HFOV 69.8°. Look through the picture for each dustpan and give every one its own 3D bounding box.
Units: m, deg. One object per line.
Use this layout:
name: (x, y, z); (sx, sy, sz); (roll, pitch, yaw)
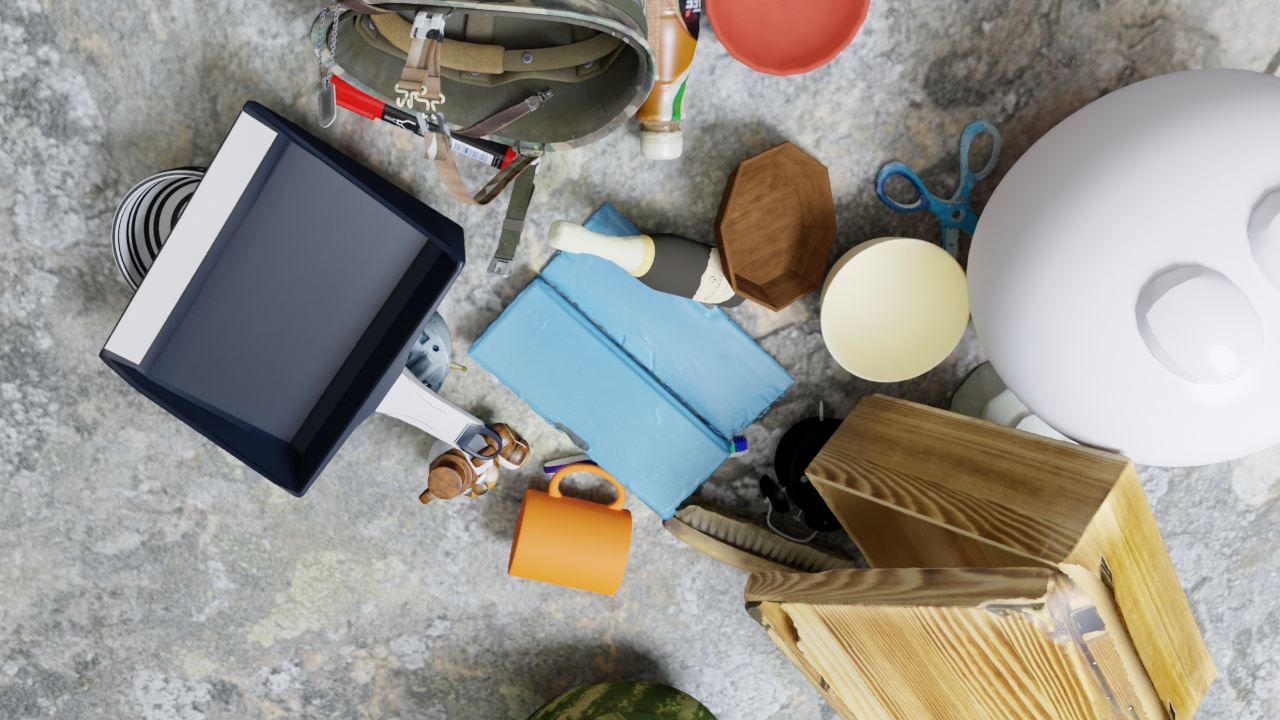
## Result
dustpan: (-0.222, -0.009, 0.679); (0.273, 0.080, 0.237); (31, 107, -26)

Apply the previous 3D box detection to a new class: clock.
clock: (0.156, 0.103, 0.811); (0.091, 0.042, 0.121); (27, 92, -20)
clock: (-0.209, -0.018, 0.752); (0.090, 0.052, 0.129); (-37, 110, 12)

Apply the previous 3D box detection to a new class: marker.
marker: (-0.166, -0.180, 0.703); (0.145, 0.021, 0.023); (21, 102, -11)

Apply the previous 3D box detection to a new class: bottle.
bottle: (0.014, -0.233, 0.670); (0.059, 0.059, 0.167); (-2, 113, -2)
bottle: (0.009, -0.077, 0.695); (0.184, 0.045, 0.045); (10, 115, -40)

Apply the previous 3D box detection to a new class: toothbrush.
toothbrush: (0.005, 0.086, 0.827); (0.186, 0.015, 0.016); (-5, 111, 0)

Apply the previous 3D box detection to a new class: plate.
plate: (0.102, -0.104, 0.718); (0.131, 0.025, 0.131); (-10, 105, -38)

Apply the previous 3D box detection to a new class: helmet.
helmet: (-0.034, 0.413, 0.842); (0.244, 0.246, 0.213); (-29, 96, 50)
helmet: (-0.103, -0.199, 0.602); (0.224, 0.192, 0.236); (-10, 76, 9)

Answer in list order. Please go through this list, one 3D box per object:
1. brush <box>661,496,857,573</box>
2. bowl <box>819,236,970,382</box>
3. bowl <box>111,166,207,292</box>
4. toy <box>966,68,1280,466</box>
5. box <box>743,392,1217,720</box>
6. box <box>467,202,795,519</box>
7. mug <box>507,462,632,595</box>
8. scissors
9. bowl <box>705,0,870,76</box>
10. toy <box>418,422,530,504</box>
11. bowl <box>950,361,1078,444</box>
brush: (0.113, 0.169, 0.844); (0.195, 0.059, 0.043); (21, 98, -9)
bowl: (0.197, -0.051, 0.747); (0.118, 0.074, 0.118); (-1, 113, -3)
bowl: (-0.330, -0.092, 0.707); (0.120, 0.066, 0.120); (-1, 113, -3)
toy: (0.370, -0.059, 0.648); (0.263, 0.280, 0.265); (-39, 89, 12)
box: (0.269, 0.212, 0.706); (0.220, 0.259, 0.279); (-48, 122, -19)
box: (-0.005, 0.004, 0.777); (0.231, 0.033, 0.175); (41, 100, -13)
mug: (-0.059, 0.146, 0.818); (0.096, 0.077, 0.113); (13, 99, -8)
scissors: (0.247, -0.125, 0.754); (0.127, 0.012, 0.137); (-4, 114, -2)
bowl: (0.106, -0.273, 0.671); (0.122, 0.035, 0.122); (-1, 113, -3)
toy: (-0.145, 0.089, 0.771); (0.087, 0.112, 0.067); (-35, 99, 11)
bowl: (0.339, 0.058, 0.808); (0.117, 0.061, 0.117); (-1, 112, -3)
